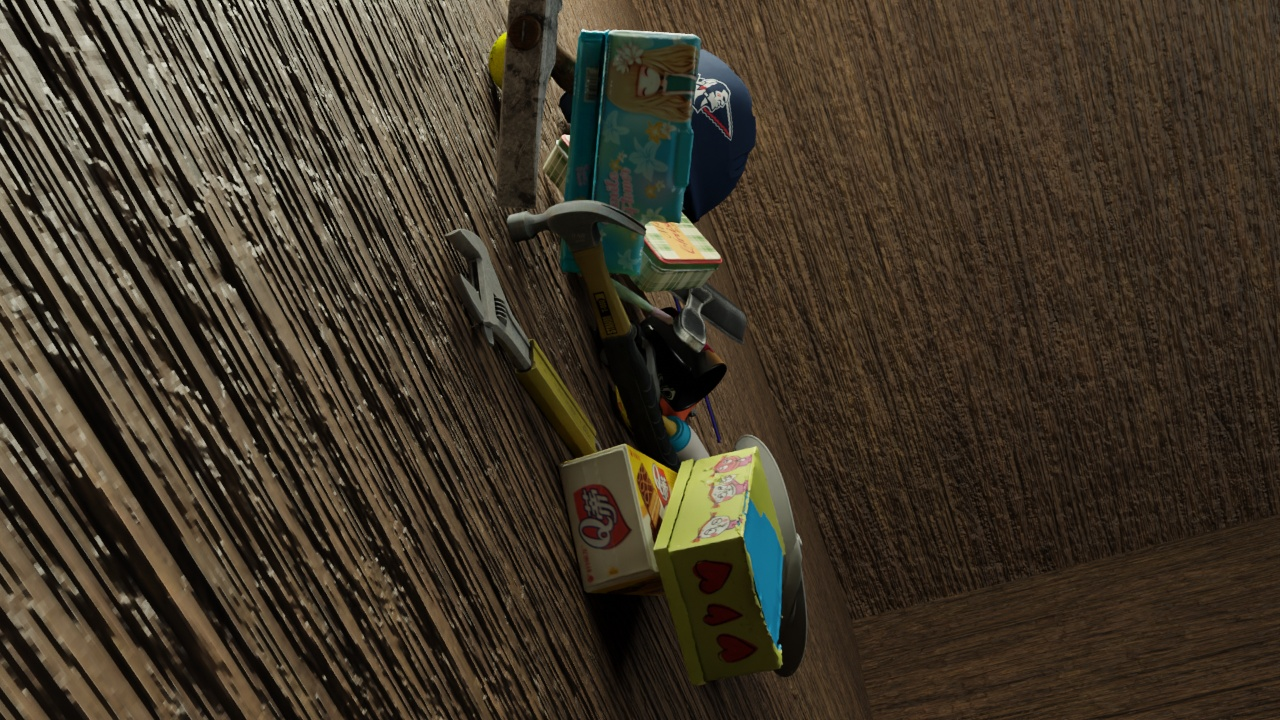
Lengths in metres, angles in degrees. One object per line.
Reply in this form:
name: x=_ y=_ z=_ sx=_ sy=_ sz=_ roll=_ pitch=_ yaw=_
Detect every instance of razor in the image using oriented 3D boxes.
razor: x=-0.006 y=0.006 z=1.035 sx=0.060 sy=0.057 sz=0.156 roll=-58 pitch=149 yaw=-16

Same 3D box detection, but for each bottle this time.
bottle: x=0.048 y=0.105 z=1.131 sx=0.146 sy=0.051 sz=0.051 roll=57 pitch=19 yaw=-51

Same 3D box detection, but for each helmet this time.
helmet: x=0.037 y=-0.289 z=1.159 sx=0.232 sy=0.223 sz=0.272 roll=62 pitch=7 yaw=-6
helmet: x=0.092 y=0.222 z=1.031 sx=0.184 sy=0.117 sz=0.271 roll=138 pitch=-54 yaw=-69

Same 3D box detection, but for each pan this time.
pan: x=0.061 y=-0.066 z=1.084 sx=0.187 sy=0.055 sz=0.356 roll=37 pitch=8 yaw=-7

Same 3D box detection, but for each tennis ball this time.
tennis ball: x=-0.119 y=-0.299 z=0.922 sx=0.065 sy=0.065 sz=0.065 roll=-17 pitch=89 yaw=-78

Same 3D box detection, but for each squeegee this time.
squeegee: x=0.056 y=0.043 z=1.233 sx=0.184 sy=0.055 sz=0.250 roll=-71 pitch=146 yaw=-66

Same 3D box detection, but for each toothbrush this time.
toothbrush: x=-0.002 y=-0.065 z=1.042 sx=0.154 sy=0.015 sz=0.022 roll=32 pitch=7 yaw=-9

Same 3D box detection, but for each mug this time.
mug: x=0.037 y=-0.005 z=1.086 sx=0.098 sy=0.082 sz=0.118 roll=49 pitch=3 yaw=20

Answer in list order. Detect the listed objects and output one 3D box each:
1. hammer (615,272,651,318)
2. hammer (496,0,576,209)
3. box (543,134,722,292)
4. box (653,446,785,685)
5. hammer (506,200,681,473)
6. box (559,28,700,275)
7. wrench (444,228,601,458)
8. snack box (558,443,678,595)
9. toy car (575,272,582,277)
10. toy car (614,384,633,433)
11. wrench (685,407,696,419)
hammer: x=-0.001 y=-0.081 z=1.239 sx=0.331 sy=0.031 sz=0.119 roll=60 pitch=18 yaw=-45
hammer: x=-0.070 y=-0.248 z=0.927 sx=0.300 sy=0.037 sz=0.218 roll=-12 pitch=108 yaw=-77
box: x=-0.008 y=-0.163 z=1.006 sx=0.117 sy=0.050 sz=0.205 roll=-9 pitch=55 yaw=-48
box: x=0.073 y=0.167 z=0.793 sx=0.220 sy=0.081 sz=0.124 roll=-54 pitch=129 yaw=-72
hammer: x=-0.017 y=-0.007 z=0.895 sx=0.025 sy=0.118 sz=0.333 roll=-82 pitch=157 yaw=-53
box: x=-0.003 y=-0.193 z=0.889 sx=0.097 sy=0.121 sz=0.227 roll=-15 pitch=110 yaw=-77
wrench: x=-0.085 y=0.006 z=0.740 sx=0.273 sy=0.018 sz=0.083 roll=60 pitch=16 yaw=-45
snack box: x=0.004 y=0.150 z=0.829 sx=0.230 sy=0.062 sz=0.110 roll=42 pitch=33 yaw=-68
toy car: x=-0.056 y=-0.136 z=1.021 sx=0.111 sy=0.047 sz=0.047 roll=-87 pitch=160 yaw=-60
toy car: x=-0.002 y=0.061 z=1.020 sx=0.107 sy=0.030 sz=0.049 roll=57 pitch=18 yaw=-47
wrench: x=0.035 y=0.020 z=1.296 sx=0.273 sy=0.018 sz=0.073 roll=49 pitch=25 yaw=-60
